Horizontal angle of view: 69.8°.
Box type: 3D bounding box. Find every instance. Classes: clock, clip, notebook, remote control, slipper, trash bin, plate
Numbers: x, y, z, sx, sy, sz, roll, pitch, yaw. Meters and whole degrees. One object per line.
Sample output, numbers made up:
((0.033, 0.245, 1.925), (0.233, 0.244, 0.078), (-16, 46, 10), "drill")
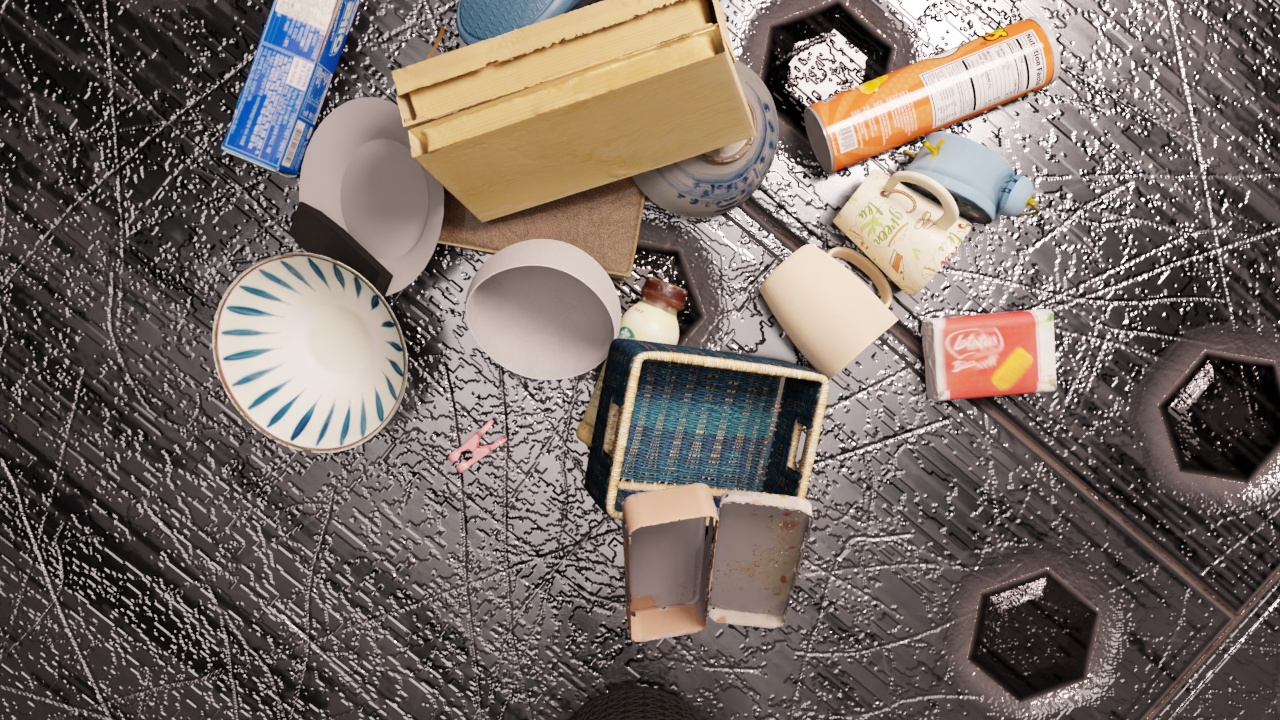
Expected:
((0.290, -0.154, 0.804), (0.124, 0.088, 0.052), (28, 94, -3), "clock")
((-0.156, 0.077, 0.857), (0.059, 0.022, 0.038), (-41, 97, 5), "clip")
((-0.098, -0.183, 0.829), (0.215, 0.034, 0.190), (11, 94, -1), "notebook")
((-0.270, -0.098, 0.822), (0.125, 0.010, 0.039), (36, 112, 19), "remote control")
((-0.071, -0.342, 0.793), (0.104, 0.059, 0.213), (29, 77, 31), "slipper")
((-0.003, 0.403, 0.769), (0.217, 0.243, 0.217), (0, 94, 0), "trash bin")
((-0.236, -0.143, 0.816), (0.173, 0.019, 0.173), (4, 99, 29), "plate")

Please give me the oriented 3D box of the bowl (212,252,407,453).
((-0.280, -0.012, 0.818), (0.177, 0.070, 0.177), (2, 105, 8), "bowl")

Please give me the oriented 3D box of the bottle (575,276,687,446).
((-0.005, 0.005, 0.833), (0.056, 0.056, 0.162), (21, 94, -2), "bottle")

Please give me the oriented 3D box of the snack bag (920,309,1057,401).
((0.320, -0.005, 0.842), (0.116, 0.036, 0.077), (-5, 95, 0), "snack bag")

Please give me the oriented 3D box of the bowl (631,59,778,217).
((0.061, -0.201, 0.800), (0.150, 0.057, 0.151), (-1, 94, -16), "bowl")

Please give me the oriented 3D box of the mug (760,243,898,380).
((0.173, -0.055, 0.822), (0.111, 0.085, 0.104), (-38, 82, -25), "mug")

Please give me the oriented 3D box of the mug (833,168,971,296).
((0.230, -0.123, 0.796), (0.097, 0.122, 0.081), (38, 74, 4), "mug")

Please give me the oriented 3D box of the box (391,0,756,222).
((-0.046, -0.197, 0.719), (0.249, 0.140, 0.123), (-15, 96, 13), "box")

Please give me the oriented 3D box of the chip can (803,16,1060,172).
((0.255, -0.234, 0.811), (0.210, 0.062, 0.062), (-22, 94, 2), "chip can")

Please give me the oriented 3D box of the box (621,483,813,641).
((0.063, 0.180, 0.785), (0.154, 0.217, 0.058), (-5, 49, -3), "box")

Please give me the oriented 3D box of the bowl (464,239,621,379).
((-0.082, -0.051, 0.809), (0.132, 0.064, 0.132), (4, 133, 4), "bowl")

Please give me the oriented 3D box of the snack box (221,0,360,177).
((-0.299, -0.278, 0.811), (0.059, 0.059, 0.226), (21, 95, -4), "snack box")

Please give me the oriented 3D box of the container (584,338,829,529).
((0.056, 0.064, 0.798), (0.187, 0.071, 0.145), (7, 99, -22), "container")
